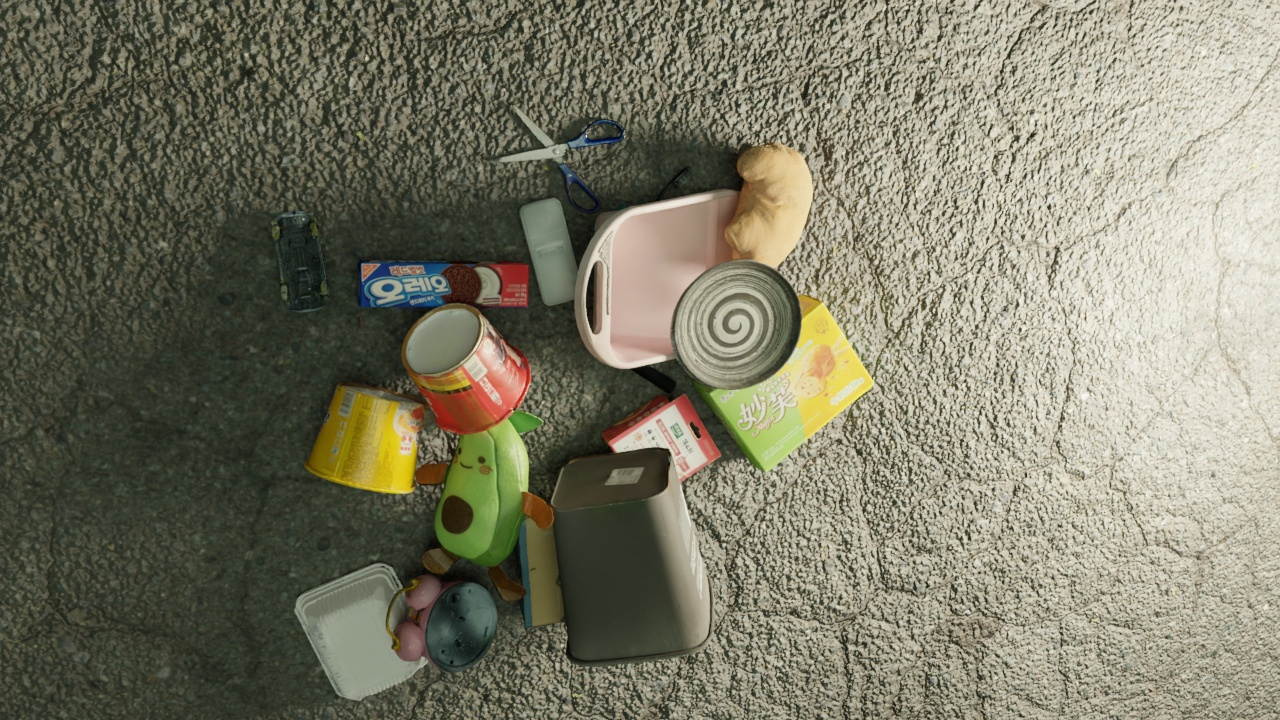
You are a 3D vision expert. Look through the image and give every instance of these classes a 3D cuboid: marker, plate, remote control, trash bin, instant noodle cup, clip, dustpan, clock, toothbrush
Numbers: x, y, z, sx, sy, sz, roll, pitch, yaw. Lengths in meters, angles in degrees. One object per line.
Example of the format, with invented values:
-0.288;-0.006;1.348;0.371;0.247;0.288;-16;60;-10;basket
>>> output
-0.007;0.007;1.258;0.132;0.020;0.022;31;101;-21;marker
0.124;-0.047;1.209;0.179;0.024;0.179;-4;109;-11;plate
-0.116;-0.140;1.186;0.056;0.020;0.136;-17;109;-11;remote control
-0.015;0.248;1.205;0.199;0.198;0.220;-8;108;6;trash bin
-0.367;0.372;1.224;0.138;0.060;0.173;-21;110;-11;instant noodle cup
-0.215;0.004;1.113;0.138;0.138;0.109;-34;141;-6;instant noodle cup
-0.331;0.091;1.128;0.138;0.138;0.110;15;90;-20;instant noodle cup
-0.039;-0.181;1.203;0.055;0.013;0.038;-27;109;-10;clip
0.034;-0.095;1.171;0.273;0.139;0.223;-6;109;-17;dustpan
-0.267;0.345;1.216;0.158;0.060;0.117;28;69;-44;clock
0.003;-0.185;1.214;0.017;0.014;0.189;43;90;-16;toothbrush

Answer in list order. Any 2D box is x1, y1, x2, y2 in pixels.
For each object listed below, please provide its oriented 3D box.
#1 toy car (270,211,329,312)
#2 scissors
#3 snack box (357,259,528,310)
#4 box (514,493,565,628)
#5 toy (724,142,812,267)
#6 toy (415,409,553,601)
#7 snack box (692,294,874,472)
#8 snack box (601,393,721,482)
-0.407;-0.118;1.098;0.054;0.037;0.120;-9;96;-14;toy car
-0.095;-0.260;1.166;0.176;0.012;0.162;-25;110;-9;scissors
-0.245;-0.094;1.140;0.207;0.057;0.058;-1;101;-16;snack box
-0.141;0.266;1.249;0.059;0.090;0.184;-8;104;-14;box
0.160;-0.175;1.221;0.143;0.082;0.226;5;103;-38;toy
-0.201;0.179;1.164;0.227;0.089;0.247;13;100;25;toy
0.204;0.032;1.301;0.210;0.070;0.158;-39;112;-4;snack box
0.029;0.117;1.284;0.127;0.044;0.113;-32;110;-5;snack box
